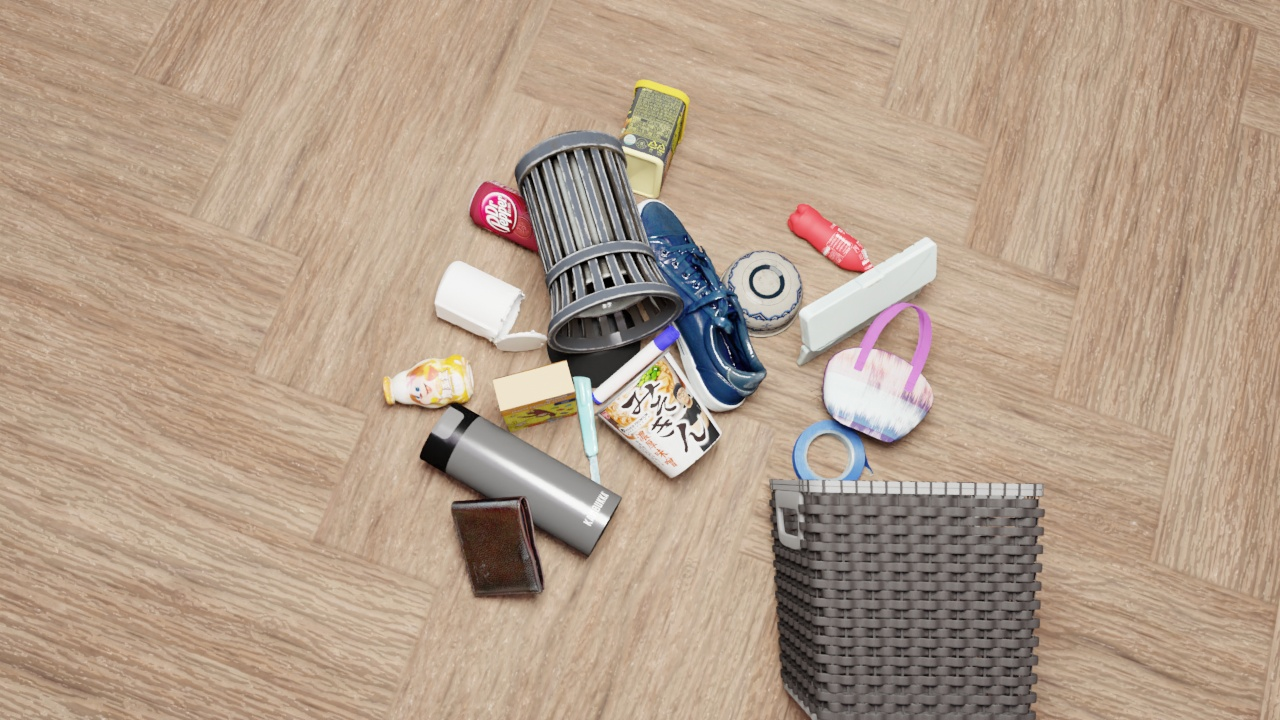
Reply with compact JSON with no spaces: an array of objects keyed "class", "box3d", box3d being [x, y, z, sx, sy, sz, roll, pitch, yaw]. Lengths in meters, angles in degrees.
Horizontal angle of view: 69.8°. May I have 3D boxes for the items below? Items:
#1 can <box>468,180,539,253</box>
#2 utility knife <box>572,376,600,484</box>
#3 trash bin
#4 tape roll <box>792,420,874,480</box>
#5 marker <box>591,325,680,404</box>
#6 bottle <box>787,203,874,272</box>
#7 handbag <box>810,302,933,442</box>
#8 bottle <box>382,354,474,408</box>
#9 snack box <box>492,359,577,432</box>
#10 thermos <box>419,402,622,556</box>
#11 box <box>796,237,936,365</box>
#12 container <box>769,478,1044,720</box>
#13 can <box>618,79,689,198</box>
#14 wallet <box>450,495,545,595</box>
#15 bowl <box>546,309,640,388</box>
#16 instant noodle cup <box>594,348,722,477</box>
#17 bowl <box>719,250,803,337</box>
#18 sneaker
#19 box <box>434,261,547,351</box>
[{"class":"can","box3d":[-0.165,-0.191,1.215,0.114,0.063,0.063,25,75,4]},{"class":"utility knife","box3d":[-0.064,0.102,1.161,0.022,0.015,0.168,-10,81,12]},{"class":"trash bin","box3d":[-0.059,-0.146,1.105,0.164,0.164,0.227,-15,73,-6]},{"class":"tape roll","box3d":[0.241,0.124,1.174,0.093,0.016,0.091,-21,77,-8]},{"class":"marker","box3d":[-0.007,0.007,1.153,0.142,0.020,0.020,-41,78,24]},{"class":"bottle","box3d":[0.262,-0.158,1.236,0.141,0.042,0.042,38,77,7]},{"class":"handbag","box3d":[0.308,0.008,1.152,0.144,0.068,0.170,23,97,4]},{"class":"bottle","box3d":[-0.266,0.029,1.153,0.109,0.063,0.063,-9,76,-5]},{"class":"snack box","box3d":[-0.126,0.045,1.122,0.088,0.126,0.040,-15,76,-7]},{"class":"thermos","box3d":[-0.147,0.143,1.118,0.240,0.082,0.082,29,76,5]},{"class":"box","box3d":[0.288,-0.067,1.165,0.197,0.136,0.043,-29,60,-10]},{"class":"container","box3d":[0.283,0.256,1.019,0.245,0.247,0.243,1,83,-2]},{"class":"can","box3d":[0.011,-0.289,1.216,0.072,0.131,0.101,19,78,2]},{"class":"wallet","box3d":[-0.169,0.221,1.087,0.099,0.031,0.120,-7,100,24]},{"class":"bowl","box3d":[-0.060,-0.031,1.183,0.124,0.052,0.124,1,75,-2]},{"class":"instant noodle cup","box3d":[0.029,0.072,1.133,0.123,0.124,0.122,-41,90,-12]},{"class":"bowl","box3d":[0.161,-0.093,1.206,0.115,0.059,0.115,1,75,-2]},{"class":"sneaker","box3d":[0.078,-0.088,1.152,0.120,0.128,0.294,-16,76,-39]},{"class":"box","box3d":[-0.187,-0.058,1.175,0.161,0.081,0.091,23,63,2]}]
